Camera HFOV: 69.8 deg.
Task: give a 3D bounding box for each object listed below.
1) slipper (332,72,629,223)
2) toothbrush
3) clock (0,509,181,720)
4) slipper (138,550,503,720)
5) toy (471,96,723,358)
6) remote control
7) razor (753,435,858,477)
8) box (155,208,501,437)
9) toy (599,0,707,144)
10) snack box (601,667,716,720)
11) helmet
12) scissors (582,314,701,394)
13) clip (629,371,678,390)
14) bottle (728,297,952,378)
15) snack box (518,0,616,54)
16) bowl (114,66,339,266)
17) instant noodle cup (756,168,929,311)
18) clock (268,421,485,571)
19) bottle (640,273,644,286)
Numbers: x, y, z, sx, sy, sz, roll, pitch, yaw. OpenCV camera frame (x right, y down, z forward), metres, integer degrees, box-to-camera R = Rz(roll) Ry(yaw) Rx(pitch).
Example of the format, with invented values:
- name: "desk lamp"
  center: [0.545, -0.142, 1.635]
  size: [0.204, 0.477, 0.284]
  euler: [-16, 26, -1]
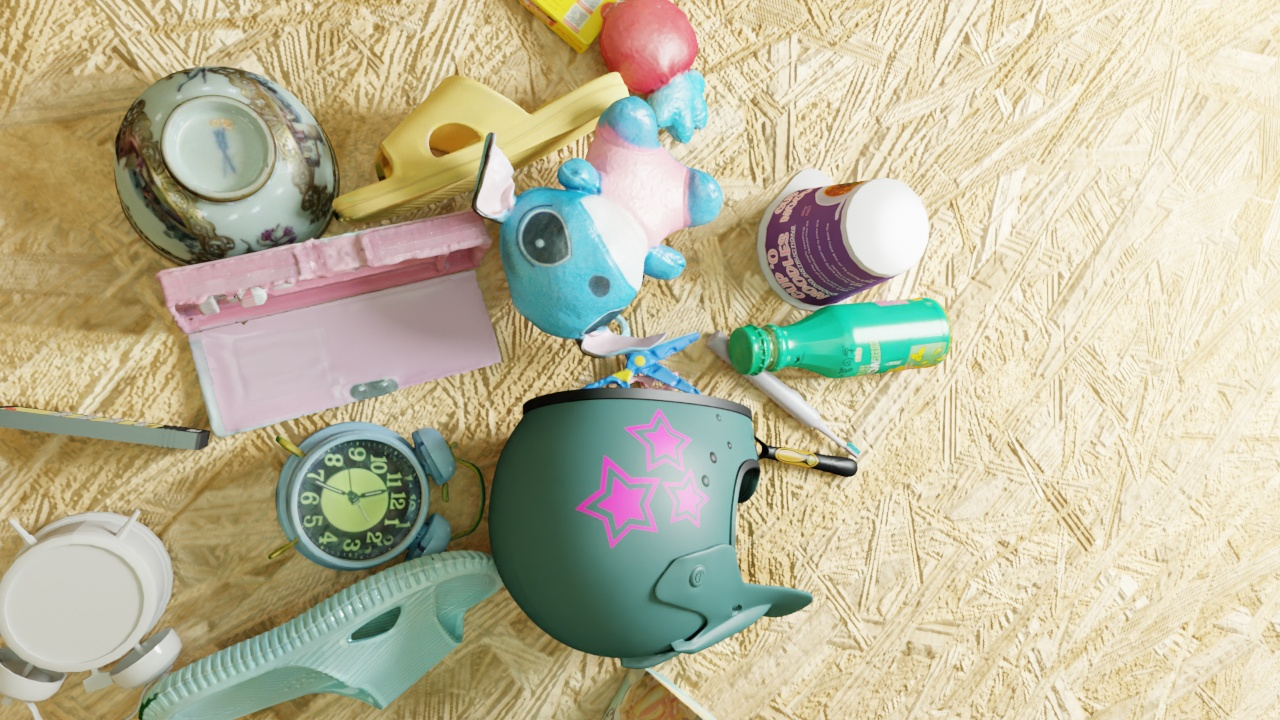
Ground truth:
- name: "slipper"
  center: [-0.130, -0.183, 0.727]
  size: [0.262, 0.100, 0.078]
  euler: [-29, 96, -22]
- name: "toothbrush"
  center: [0.136, 0.035, 0.852]
  size: [0.188, 0.018, 0.019]
  euler: [39, 75, -14]
- name: "clock"
  center: [-0.392, 0.184, 0.649]
  size: [0.119, 0.061, 0.159]
  euler: [-2, 94, -19]
- name: "slipper"
  center: [-0.221, 0.219, 0.677]
  size: [0.275, 0.116, 0.069]
  euler: [-22, 59, -14]
- name: "toy"
  center: [-0.036, -0.113, 0.717]
  size: [0.191, 0.099, 0.224]
  euler: [-51, 124, -15]
- name: "remote control"
  center: [-0.382, 0.048, 0.653]
  size: [0.133, 0.058, 0.013]
  euler: [10, 85, -19]
- name: "razor"
  center: [0.141, 0.089, 0.853]
  size: [0.144, 0.021, 0.044]
  euler: [12, 84, -20]
- name: "box"
  center: [-0.220, -0.027, 0.692]
  size: [0.232, 0.107, 0.115]
  euler: [-15, 84, -20]
- name: "toy"
  center: [0.017, -0.255, 0.799]
  size: [0.092, 0.062, 0.133]
  euler: [-41, 117, -24]
- name: "snack box"
  center: [0.008, 0.330, 0.707]
  size: [0.044, 0.194, 0.141]
  euler: [34, 78, -18]
- name: "helmet"
  center: [0.011, 0.136, 0.723]
  size: [0.274, 0.177, 0.200]
  euler: [9, 73, -41]
- name: "scissors"
  center: [-0.006, -0.005, 0.795]
  size: [0.125, 0.016, 0.123]
  euler: [-24, 83, -17]
- name: "clip"
  center: [0.007, 0.028, 0.807]
  size: [0.060, 0.023, 0.045]
  euler: [10, 89, -17]
- name: "bottle"
  center: [0.182, -0.018, 0.837]
  size: [0.209, 0.068, 0.068]
  euler: [-6, 90, -22]
- name: "snack box"
  center: [-0.085, -0.341, 0.783]
  size: [0.152, 0.025, 0.075]
  euler: [38, 77, -14]
- name: "bowl"
  center: [-0.302, -0.144, 0.666]
  size: [0.159, 0.094, 0.160]
  euler: [1, 88, -20]
- name: "instant noodle cup"
  center: [0.185, -0.117, 0.818]
  size: [0.121, 0.122, 0.137]
  euler: [-2, 89, -19]
- name: "clock"
  center: [-0.202, 0.106, 0.713]
  size: [0.162, 0.060, 0.118]
  euler: [1, 87, -23]
- name: "bottle"
  center: [-0.052, -0.094, 0.783]
  size: [0.123, 0.033, 0.033]
  euler: [26, 80, -17]
